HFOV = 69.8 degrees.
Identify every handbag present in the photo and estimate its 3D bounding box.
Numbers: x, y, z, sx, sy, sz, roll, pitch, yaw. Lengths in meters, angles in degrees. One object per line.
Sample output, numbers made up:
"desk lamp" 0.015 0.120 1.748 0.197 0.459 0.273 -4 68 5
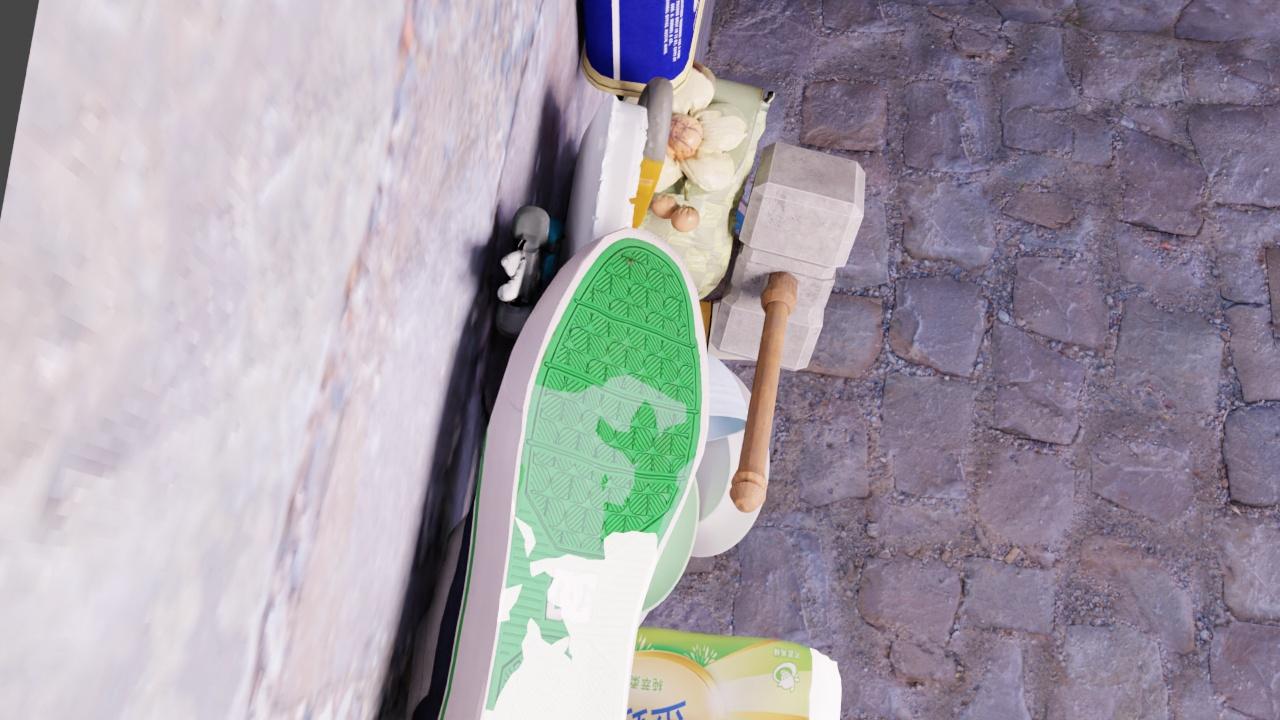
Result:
"handbag" 0.030 -0.130 0.693 0.116 0.113 0.187 -74 175 -69

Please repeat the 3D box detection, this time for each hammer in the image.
"hammer" 0.094 -0.010 0.655 0.316 0.083 0.163 -71 175 -50

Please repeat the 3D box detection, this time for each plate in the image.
"plate" 0.043 0.091 0.871 0.189 0.016 0.188 -3 -94 48

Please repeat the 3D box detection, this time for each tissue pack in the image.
"tissue pack" -0.002 0.193 0.487 0.141 0.198 0.120 50 38 -55

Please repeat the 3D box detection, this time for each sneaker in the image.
"sneaker" -0.038 0.063 0.340 0.079 0.084 0.235 -6 -114 51

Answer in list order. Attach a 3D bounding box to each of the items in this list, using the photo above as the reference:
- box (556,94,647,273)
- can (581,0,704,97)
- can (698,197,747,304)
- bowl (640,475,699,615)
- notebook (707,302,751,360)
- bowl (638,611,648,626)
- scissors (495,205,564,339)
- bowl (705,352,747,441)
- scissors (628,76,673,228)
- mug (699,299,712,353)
"box" -0.035 -0.014 0.463 0.189 0.037 0.209 -156 -104 -78
"can" 0.005 -0.204 0.444 0.092 0.056 0.116 92 9 -68
"can" 0.041 -0.107 0.839 0.130 0.130 0.044 97 4 -56
"bowl" -0.020 0.141 0.805 0.150 0.077 0.151 -13 107 -50
"notebook" 0.064 -0.074 0.905 0.012 0.209 0.153 31 66 -55
"bowl" -0.031 0.207 0.980 0.177 0.066 0.176 -58 -163 29
"scissors" -0.044 -0.040 0.367 0.127 0.019 0.143 102 -3 -49
"bowl" 0.015 0.026 0.782 0.151 0.150 0.074 91 -7 -75
"scissors" -0.011 -0.061 0.504 0.225 0.016 0.217 -103 -157 -65
"mug" -0.004 0.004 0.652 0.123 0.094 0.101 -80 179 -61
